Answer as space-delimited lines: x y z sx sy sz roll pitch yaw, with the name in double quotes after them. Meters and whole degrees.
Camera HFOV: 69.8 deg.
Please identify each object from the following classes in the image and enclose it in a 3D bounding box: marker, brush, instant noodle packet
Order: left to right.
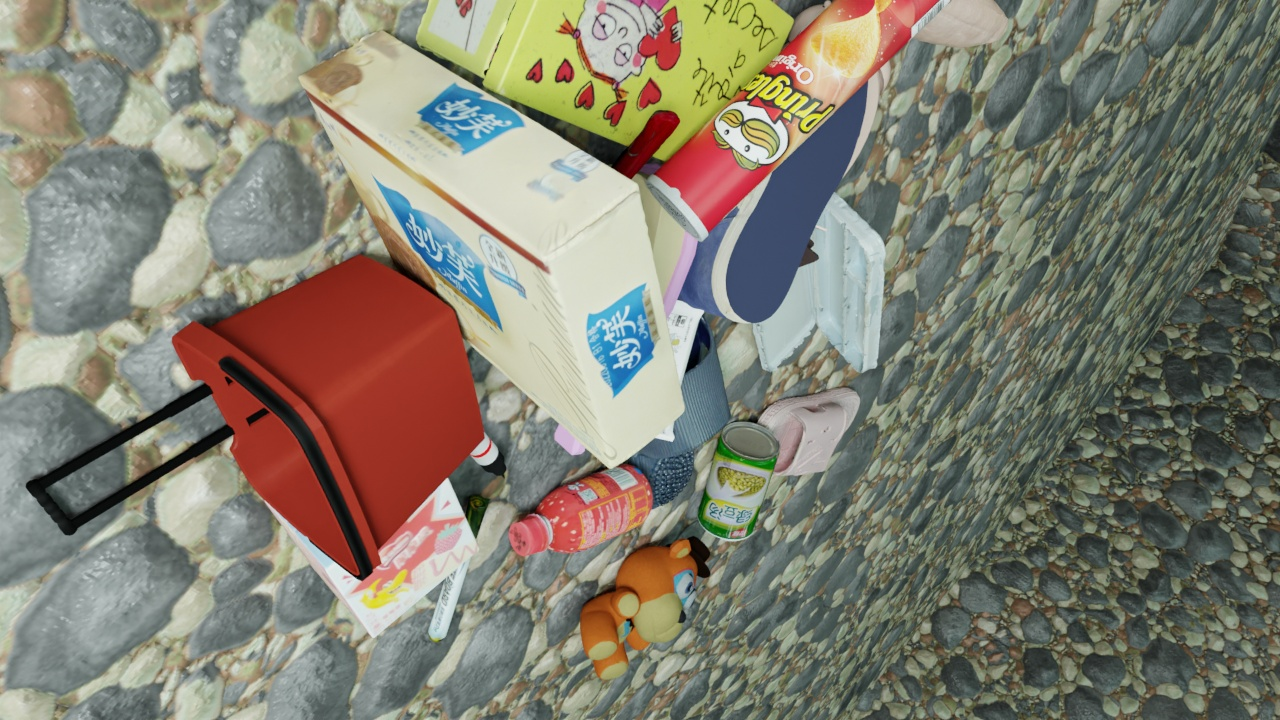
-0.151 0.174 0.757 0.017 0.017 0.147 -9 126 -49 "marker"
-0.127 0.053 0.674 0.019 0.019 0.146 -46 147 -14 "marker"
-0.028 -0.030 0.662 0.043 0.089 0.229 -2 121 -46 "brush"
-0.005 0.004 0.737 0.026 0.087 0.134 -74 176 -56 "instant noodle packet"

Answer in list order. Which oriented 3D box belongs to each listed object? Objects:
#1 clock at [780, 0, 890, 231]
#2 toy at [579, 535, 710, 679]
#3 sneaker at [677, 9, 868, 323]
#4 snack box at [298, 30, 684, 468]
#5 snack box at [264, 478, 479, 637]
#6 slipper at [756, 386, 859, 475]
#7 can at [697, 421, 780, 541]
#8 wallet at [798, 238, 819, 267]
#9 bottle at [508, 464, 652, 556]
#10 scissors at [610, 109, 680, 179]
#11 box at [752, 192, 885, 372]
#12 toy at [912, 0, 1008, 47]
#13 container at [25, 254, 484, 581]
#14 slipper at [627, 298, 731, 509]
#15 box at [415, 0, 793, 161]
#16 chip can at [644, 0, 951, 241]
0.147 -0.194 0.751 0.131 0.086 0.160 7 108 -55 "clock"
0.004 0.254 0.976 0.175 0.096 0.112 -52 149 -25 "toy"
0.076 -0.142 0.683 0.091 0.119 0.233 23 83 -38 "sneaker"
-0.074 -0.058 0.465 0.055 0.207 0.153 -39 144 -19 "snack box"
-0.174 0.110 0.609 0.092 0.079 0.095 -38 144 -25 "snack box"
0.211 0.091 1.111 0.238 0.064 0.094 -12 129 -49 "slipper"
0.107 0.134 1.011 0.067 0.067 0.121 -21 135 -41 "can"
0.081 -0.081 0.768 0.116 0.018 0.091 -24 158 24 "wallet"
-0.054 0.136 0.809 0.137 0.062 0.062 -14 130 -45 "bottle"
-0.051 -0.092 0.554 0.197 0.015 0.179 -30 159 24 "scissors"
0.183 -0.055 0.899 0.130 0.106 0.211 -43 146 -12 "box"
0.144 -0.289 0.653 0.264 0.196 0.065 10 119 -28 "toy"
-0.194 0.048 0.494 0.200 0.127 0.148 -41 146 -32 "container"
0.040 0.056 0.839 0.101 0.082 0.264 -36 144 -31 "slipper"
-0.008 -0.194 0.544 0.220 0.083 0.124 10 112 -54 "box"
0.098 -0.166 0.562 0.215 0.052 0.052 -44 148 1 "chip can"
